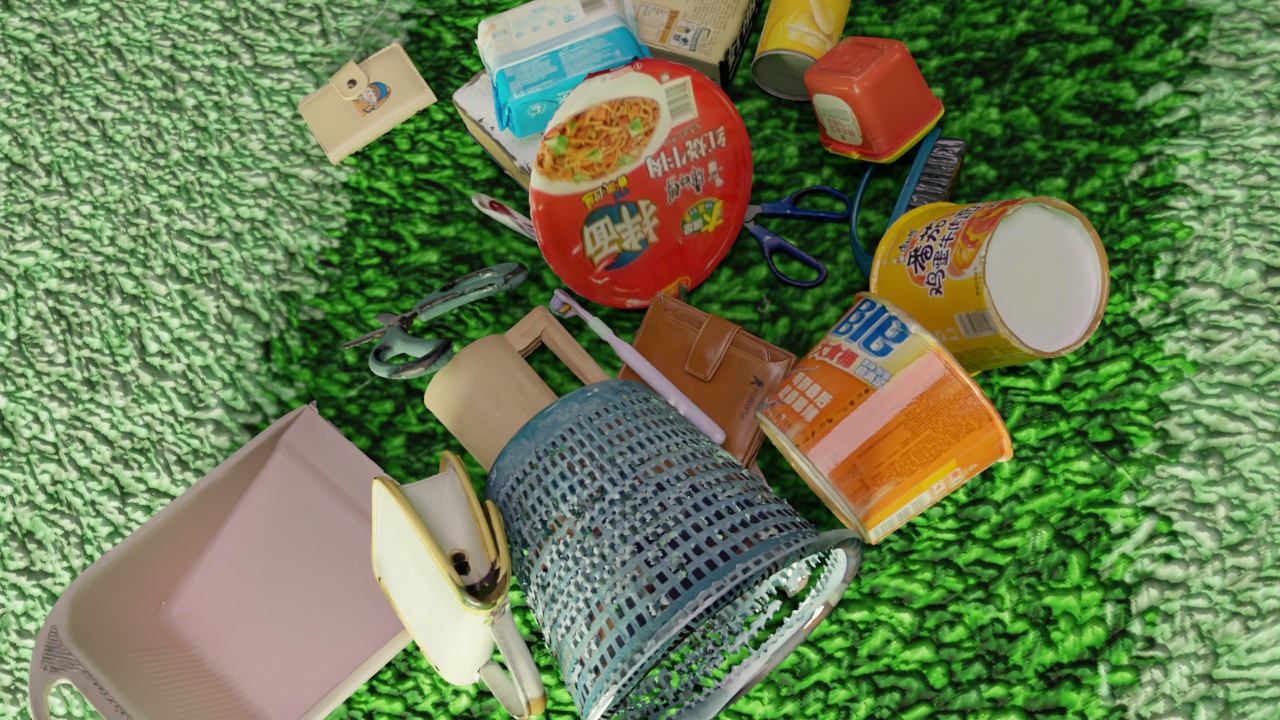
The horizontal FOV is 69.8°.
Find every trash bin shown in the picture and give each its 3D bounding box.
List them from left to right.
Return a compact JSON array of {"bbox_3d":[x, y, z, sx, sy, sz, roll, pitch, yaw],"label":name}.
[{"bbox_3d":[0.003,0.127,0.627,0.226,0.227,0.195,-38,59,-5],"label":"trash bin"}]

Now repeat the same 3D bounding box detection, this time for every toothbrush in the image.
[{"bbox_3d":[-0.073,-0.102,0.794,0.187,0.017,0.016,31,80,15],"label":"toothbrush"},{"bbox_3d":[-0.004,0.004,0.713,0.021,0.029,0.189,-39,62,-21],"label":"toothbrush"}]

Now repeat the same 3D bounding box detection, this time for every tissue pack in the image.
[{"bbox_3d":[-0.062,-0.246,0.752,0.140,0.063,0.090,-20,72,1],"label":"tissue pack"}]

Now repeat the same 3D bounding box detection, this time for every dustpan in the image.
[{"bbox_3d":[-0.286,0.177,0.676,0.222,0.139,0.273,34,81,16],"label":"dustpan"}]

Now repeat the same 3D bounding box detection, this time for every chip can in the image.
[{"bbox_3d":[0.156,-0.339,0.805,0.072,0.072,0.213,14,76,12],"label":"chip can"}]

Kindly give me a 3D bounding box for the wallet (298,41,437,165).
[{"bbox_3d":[-0.260,-0.246,0.862,0.115,0.024,0.087,-34,71,-2],"label":"wallet"}]

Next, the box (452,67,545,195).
[{"bbox_3d":[-0.087,-0.197,0.806,0.089,0.059,0.184,-40,70,-6],"label":"box"}]

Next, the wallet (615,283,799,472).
[{"bbox_3d":[0.049,0.012,0.714,0.131,0.035,0.119,27,100,26],"label":"wallet"}]

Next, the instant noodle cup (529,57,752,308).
[{"bbox_3d":[-0.007,-0.142,0.728,0.193,0.194,0.066,-41,35,-6],"label":"instant noodle cup"}]

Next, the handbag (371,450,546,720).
[{"bbox_3d":[-0.113,0.164,0.618,0.063,0.164,0.178,-25,64,-30],"label":"handbag"}]

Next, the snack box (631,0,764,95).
[{"bbox_3d":[0.062,-0.364,0.831,0.114,0.063,0.239,18,76,12],"label":"snack box"}]

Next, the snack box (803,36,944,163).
[{"bbox_3d":[0.181,-0.210,0.735,0.082,0.080,0.091,-42,33,-6],"label":"snack box"}]

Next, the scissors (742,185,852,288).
[{"bbox_3d":[0.102,-0.126,0.781,0.157,0.012,0.165,-31,71,0],"label":"scissors"}]

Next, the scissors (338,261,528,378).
[{"bbox_3d":[-0.166,-0.028,0.734,0.170,0.019,0.179,-21,27,-1],"label":"scissors"}]

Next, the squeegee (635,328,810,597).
[{"bbox_3d":[0.158,0.011,0.717,0.249,0.040,0.247,-30,70,-2],"label":"squeegee"}]

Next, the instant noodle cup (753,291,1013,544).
[{"bbox_3d":[0.157,0.045,0.626,0.111,0.151,0.151,-41,72,-1],"label":"instant noodle cup"}]

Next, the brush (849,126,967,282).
[{"bbox_3d":[0.210,-0.127,0.742,0.073,0.055,0.143,23,78,12],"label":"brush"}]

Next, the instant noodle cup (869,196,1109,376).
[{"bbox_3d":[0.252,-0.055,0.657,0.138,0.110,0.138,1,88,-20],"label":"instant noodle cup"}]

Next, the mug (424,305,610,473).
[{"bbox_3d":[-0.090,0.031,0.724,0.124,0.084,0.103,-41,74,-11],"label":"mug"}]
